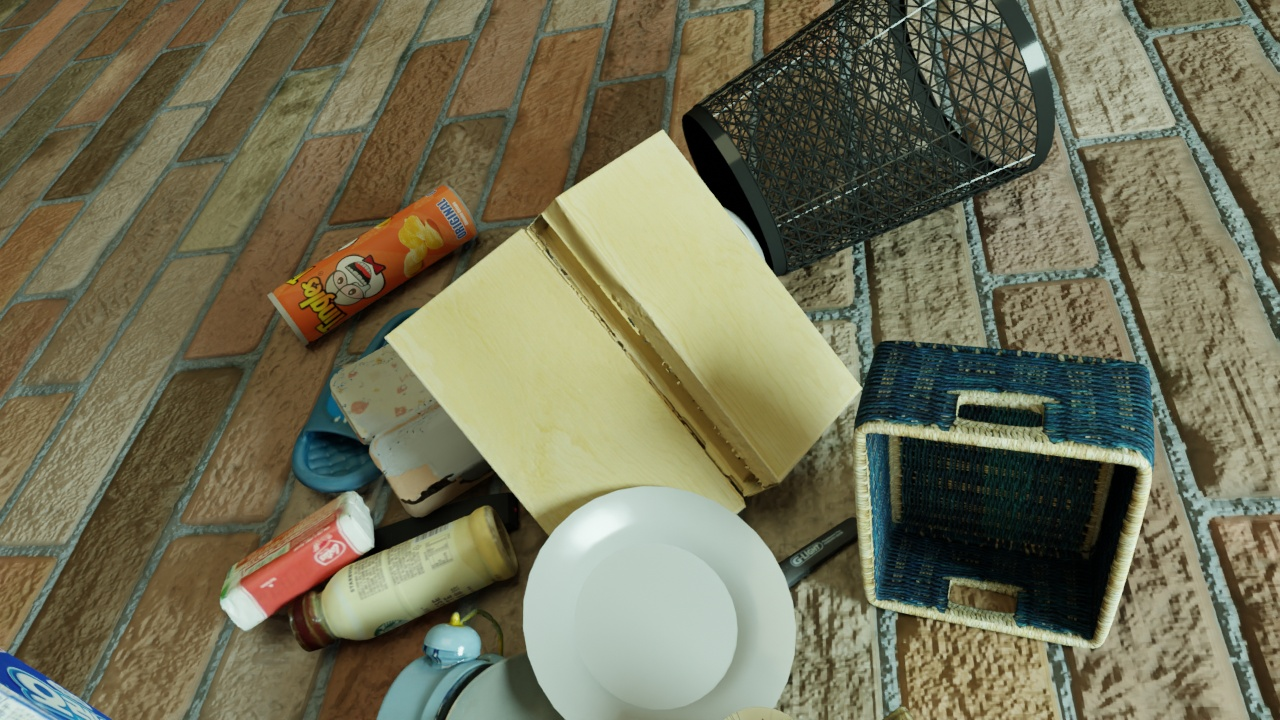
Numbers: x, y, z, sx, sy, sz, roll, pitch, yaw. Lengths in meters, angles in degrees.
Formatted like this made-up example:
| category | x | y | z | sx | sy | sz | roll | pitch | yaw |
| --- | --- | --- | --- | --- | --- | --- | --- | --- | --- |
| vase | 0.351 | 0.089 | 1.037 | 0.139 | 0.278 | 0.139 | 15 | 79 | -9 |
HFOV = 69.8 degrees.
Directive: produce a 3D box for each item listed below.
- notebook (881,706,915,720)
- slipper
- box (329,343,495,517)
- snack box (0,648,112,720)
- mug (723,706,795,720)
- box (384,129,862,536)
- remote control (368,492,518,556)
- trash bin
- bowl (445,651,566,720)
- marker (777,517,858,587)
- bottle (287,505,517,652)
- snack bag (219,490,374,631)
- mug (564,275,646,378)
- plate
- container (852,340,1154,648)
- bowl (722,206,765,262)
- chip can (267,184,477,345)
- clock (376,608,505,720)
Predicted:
| category | x | y | z | sx | sy | sz | roll | pitch | yaw |
| --- | --- | --- | --- | --- | --- | --- | --- | --- | --- |
| notebook | 0.169 | 0.260 | 0.387 | 0.034 | 0.190 | 0.215 | -28 | 48 | -6 |
| slipper | -0.242 | 0.026 | 0.821 | 0.104 | 0.059 | 0.213 | 3 | 49 | 23 |
| box | -0.135 | 0.019 | 0.775 | 0.216 | 0.043 | 0.148 | -31 | 59 | -17 |
| snack box | -0.315 | 0.244 | 0.529 | 0.059 | 0.226 | 0.059 | 23 | 60 | 43 |
| mug | 0.079 | 0.249 | 0.487 | 0.081 | 0.097 | 0.122 | -26 | 46 | -6 |
| box | -0.001 | 0.002 | 0.653 | 0.260 | 0.097 | 0.247 | -40 | 93 | -12 |
| remote control | -0.158 | 0.133 | 0.728 | 0.125 | 0.010 | 0.039 | -15 | 46 | 5 |
| trash bin | 0.182 | -0.200 | 0.797 | 0.243 | 0.217 | 0.216 | -29 | 47 | 0 |
| bowl | -0.047 | 0.247 | 0.541 | 0.150 | 0.057 | 0.150 | 12 | 31 | -8 |
| marker | 0.103 | 0.144 | 0.632 | 0.123 | 0.015 | 0.018 | -31 | 46 | -13 |
| bottle | -0.174 | 0.163 | 0.674 | 0.162 | 0.056 | 0.056 | -23 | 46 | -3 |
| snack bag | -0.262 | 0.152 | 0.707 | 0.115 | 0.036 | 0.077 | -33 | 17 | -10 |
| mug | -0.048 | -0.020 | 0.729 | 0.104 | 0.085 | 0.111 | 5 | 56 | -7 |
| plate | 0.012 | 0.164 | 0.583 | 0.172 | 0.019 | 0.172 | 5 | 59 | -8 |
| container | 0.206 | 0.080 | 0.538 | 0.145 | 0.188 | 0.071 | 6 | 48 | 22 |
| bowl | 0.043 | -0.068 | 0.779 | 0.132 | 0.132 | 0.064 | -3 | 10 | 15 |
| chip can | -0.271 | -0.099 | 0.939 | 0.210 | 0.062 | 0.062 | -36 | 49 | -16 |
| clock | -0.118 | 0.220 | 0.584 | 0.052 | 0.089 | 0.124 | 3 | 52 | 28 |
